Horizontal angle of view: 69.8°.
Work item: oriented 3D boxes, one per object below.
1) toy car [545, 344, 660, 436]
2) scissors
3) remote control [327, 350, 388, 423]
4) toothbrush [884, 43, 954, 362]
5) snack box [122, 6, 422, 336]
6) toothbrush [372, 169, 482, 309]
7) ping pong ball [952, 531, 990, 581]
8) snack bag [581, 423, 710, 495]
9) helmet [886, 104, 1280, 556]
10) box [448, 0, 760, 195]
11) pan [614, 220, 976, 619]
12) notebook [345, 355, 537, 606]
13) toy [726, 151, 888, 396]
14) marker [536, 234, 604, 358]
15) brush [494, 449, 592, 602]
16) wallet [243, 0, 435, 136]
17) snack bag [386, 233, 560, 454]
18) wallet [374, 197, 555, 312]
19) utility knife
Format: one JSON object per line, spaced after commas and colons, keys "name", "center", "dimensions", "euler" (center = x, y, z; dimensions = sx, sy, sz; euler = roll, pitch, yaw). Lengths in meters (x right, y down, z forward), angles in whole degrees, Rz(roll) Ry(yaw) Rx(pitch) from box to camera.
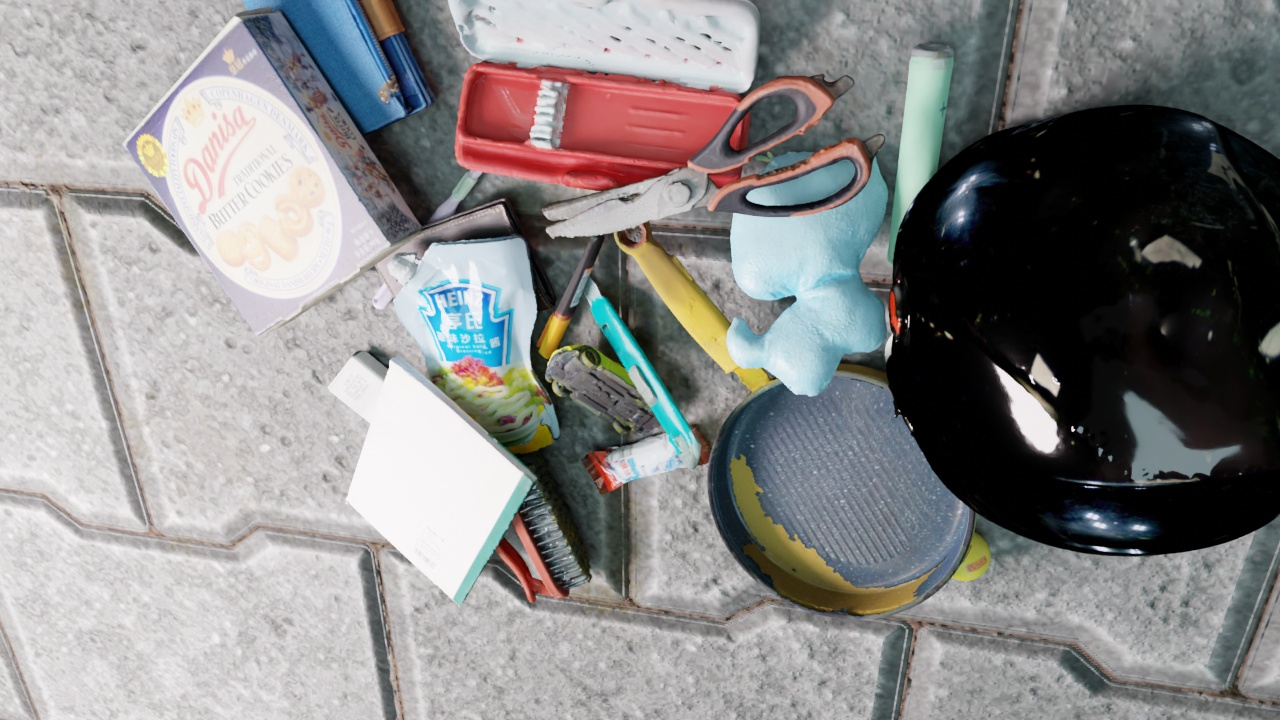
{"name": "toy car", "center": [-0.025, 0.020, 0.721], "dimensions": [0.105, 0.032, 0.048], "euler": [32, 130, -19]}
{"name": "scissors", "center": [0.035, -0.125, 0.585], "dimensions": [0.207, 0.015, 0.192], "euler": [22, 120, -1]}
{"name": "remote control", "center": [-0.207, 0.047, 0.791], "dimensions": [0.125, 0.024, 0.049], "euler": [41, 117, -7]}
{"name": "toothbrush", "center": [0.184, -0.096, 0.621], "dimensions": [0.026, 0.027, 0.225], "euler": [12, 118, 23]}
{"name": "snack box", "center": [-0.278, -0.131, 0.685], "dimensions": [0.178, 0.045, 0.182], "euler": [-25, 103, 35]}
{"name": "toothbrush", "center": [-0.157, -0.102, 0.709], "dimensions": [0.190, 0.021, 0.029], "euler": [-43, 61, 29]}
{"name": "ping pong ball", "center": [0.252, 0.152, 0.718], "dimensions": [0.040, 0.040, 0.040], "euler": [6, 117, 11]}
{"name": "snack bag", "center": [0.006, 0.081, 0.753], "dimensions": [0.104, 0.026, 0.048], "euler": [-15, 125, 21]}
{"name": "helmet", "center": [0.265, -0.025, 0.515], "dimensions": [0.233, 0.230, 0.274], "euler": [-17, 81, 2]}
{"name": "box", "center": [-0.026, -0.182, 0.607], "dimensions": [0.201, 0.073, 0.155], "euler": [9, 127, 7]}
{"name": "pan", "center": [0.098, 0.036, 0.677], "dimensions": [0.198, 0.078, 0.357], "euler": [-34, 90, 27]}
{"name": "notebook", "center": [-0.177, 0.109, 0.773], "dimensions": [0.150, 0.012, 0.210], "euler": [40, 132, 9]}
{"name": "toy", "center": [0.111, -0.069, 0.616], "dimensions": [0.161, 0.050, 0.156], "euler": [-38, 82, 2]}
{"name": "marker", "center": [-0.054, -0.049, 0.700], "dimensions": [0.015, 0.018, 0.124], "euler": [41, 129, 14]}
{"name": "brush", "center": [-0.096, 0.145, 0.789], "dimensions": [0.069, 0.063, 0.146], "euler": [-20, 111, 6]}
{"name": "wallet", "center": [-0.217, -0.226, 0.652], "dimensions": [0.107, 0.040, 0.133], "euler": [-14, 111, 29]}
{"name": "snack bag", "center": [-0.127, -0.008, 0.718], "dimensions": [0.110, 0.038, 0.191], "euler": [1, 125, 14]}
{"name": "wallet", "center": [-0.138, -0.066, 0.711], "dimensions": [0.122, 0.020, 0.096], "euler": [-15, 119, 17]}
{"name": "utility knife", "center": [-0.004, 0.004, 0.692], "dimensions": [0.179, 0.013, 0.029], "euler": [58, 139, 9]}
